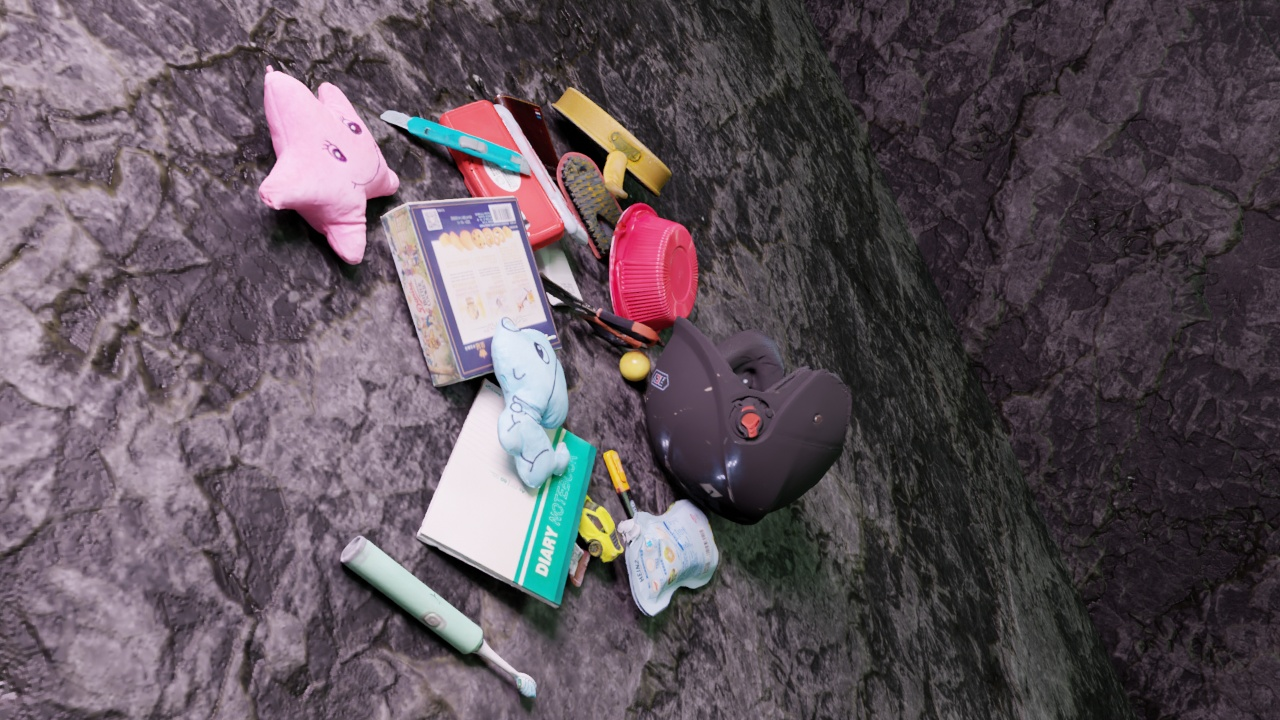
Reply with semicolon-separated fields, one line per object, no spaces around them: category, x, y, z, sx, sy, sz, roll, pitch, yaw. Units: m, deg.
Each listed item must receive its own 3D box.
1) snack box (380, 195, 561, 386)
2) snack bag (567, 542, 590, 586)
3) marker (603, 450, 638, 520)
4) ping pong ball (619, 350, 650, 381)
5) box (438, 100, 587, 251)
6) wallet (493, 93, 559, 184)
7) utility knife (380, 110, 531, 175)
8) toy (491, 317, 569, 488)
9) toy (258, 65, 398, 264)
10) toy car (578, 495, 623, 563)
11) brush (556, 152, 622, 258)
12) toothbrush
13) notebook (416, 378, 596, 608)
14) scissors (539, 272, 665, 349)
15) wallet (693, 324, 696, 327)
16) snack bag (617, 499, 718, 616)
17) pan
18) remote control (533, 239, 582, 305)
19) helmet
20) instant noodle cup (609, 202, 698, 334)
snack box;-0.172;-0.078;0.970;0.177;0.046;0.182;-21;96;-59
snack bag;-0.091;0.182;0.933;0.104;0.026;0.048;49;32;-23
marker;-0.015;0.164;1.076;0.018;0.015;0.124;-13;79;-53
ping pong ball;-0.007;0.007;1.188;0.040;0.040;0.040;36;39;-37
box;-0.146;-0.224;1.119;0.154;0.074;0.201;-18;73;-51
wallet;-0.147;-0.298;1.245;0.096;0.020;0.122;-8;75;-59
utility knife;-0.208;-0.251;1.053;0.179;0.013;0.029;16;62;-19
toy;-0.109;0.037;0.930;0.161;0.050;0.155;59;31;-26
toy;-0.300;-0.189;0.859;0.194;0.075;0.178;-81;149;-49
toy car;-0.055;0.166;0.976;0.105;0.032;0.048;53;10;0
brush;-0.067;-0.217;1.255;0.146;0.063;0.069;61;-5;-12
toothbrush;-0.166;0.224;0.785;0.224;0.026;0.027;47;12;-25
notebook;-0.122;0.126;0.909;0.150;0.012;0.208;33;38;-17
scissors;-0.050;-0.058;1.116;0.207;0.192;0.015;85;21;-75
wallet;0.088;0.024;1.326;0.106;0.040;0.132;51;31;-26
snack bag;0.033;0.224;1.065;0.190;0.039;0.110;0;80;-62
pan;-0.037;-0.273;1.233;0.197;0.078;0.357;37;8;-19
remote control;-0.112;-0.126;1.153;0.049;0.024;0.125;-7;73;-57
helmet;0.118;0.070;1.146;0.274;0.230;0.233;36;1;-20
instant noodle cup;0.027;-0.116;1.242;0.193;0.066;0.194;2;90;-66
